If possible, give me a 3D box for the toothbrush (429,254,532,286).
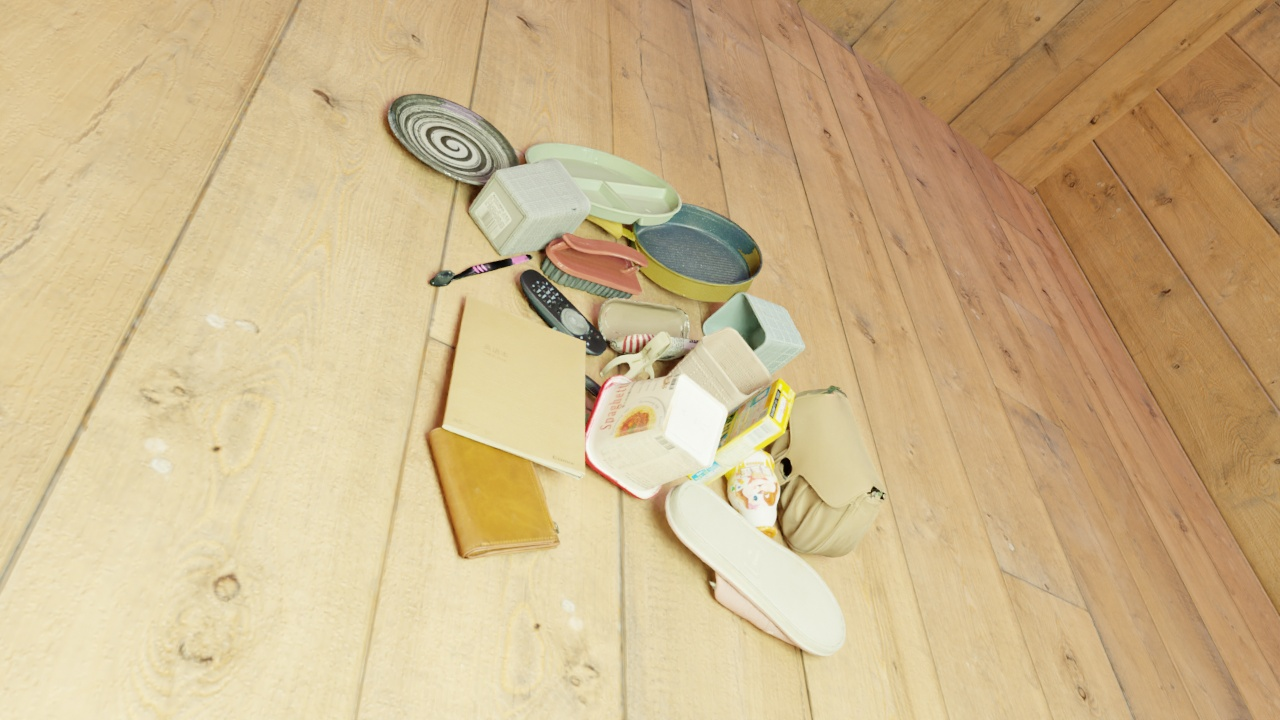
[{"bbox_3d":[-0.182,-0.111,1.082,0.014,0.018,0.188,50,32,8],"label":"toothbrush"}]

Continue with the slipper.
[{"bbox_3d":[0.123,0.237,1.017,0.274,0.055,0.113,41,35,-16],"label":"slipper"}]

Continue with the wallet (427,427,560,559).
[{"bbox_3d":[-0.132,0.122,0.874,0.118,0.035,0.130,7,48,-42],"label":"wallet"}]

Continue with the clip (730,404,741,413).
[{"bbox_3d":[0.142,0.074,1.246,0.057,0.028,0.024,26,35,-14],"label":"clip"}]

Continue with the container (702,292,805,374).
[{"bbox_3d":[0.167,-0.033,1.319,0.111,0.090,0.090,10,48,-46],"label":"container"}]

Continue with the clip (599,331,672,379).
[{"bbox_3d":[-0.008,0.007,1.094,0.098,0.100,0.035,-17,66,-22],"label":"clip"}]

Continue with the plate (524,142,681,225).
[{"bbox_3d":[-0.053,-0.247,1.290,0.230,0.028,0.229,17,28,-9],"label":"plate"}]

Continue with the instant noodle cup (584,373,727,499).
[{"bbox_3d":[0.017,0.075,0.977,0.116,0.124,0.116,38,55,-27],"label":"instant noodle cup"}]

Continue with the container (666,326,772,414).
[{"bbox_3d":[0.084,0.031,1.138,0.090,0.111,0.090,53,34,9],"label":"container"}]

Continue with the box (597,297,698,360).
[{"bbox_3d":[0.025,-0.038,1.171,0.161,0.086,0.075,8,89,-47],"label":"box"}]

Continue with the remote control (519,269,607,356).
[{"bbox_3d":[-0.097,-0.054,1.108,0.136,0.024,0.053,46,32,-3],"label":"remote control"}]

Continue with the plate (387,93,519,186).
[{"bbox_3d":[-0.240,-0.276,1.174,0.179,0.024,0.179,25,35,-20],"label":"plate"}]

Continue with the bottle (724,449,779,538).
[{"bbox_3d":[0.137,0.161,1.103,0.063,0.063,0.108,19,48,-34],"label":"bottle"}]

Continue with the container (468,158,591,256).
[{"bbox_3d":[-0.141,-0.190,1.145,0.090,0.090,0.114,52,37,10],"label":"container"}]

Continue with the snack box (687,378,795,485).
[{"bbox_3d":[0.119,0.087,1.090,0.034,0.141,0.086,46,33,-10],"label":"snack box"}]

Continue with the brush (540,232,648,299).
[{"bbox_3d":[-0.059,-0.126,1.183,0.145,0.069,0.063,13,45,-40],"label":"brush"}]

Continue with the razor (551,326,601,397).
[{"bbox_3d":[-0.063,0.022,1.066,0.142,0.022,0.042,44,36,1],"label":"razor"}]

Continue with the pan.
[{"bbox_3d":[0.010,-0.179,1.300,0.357,0.078,0.197,4,41,-19],"label":"pan"}]

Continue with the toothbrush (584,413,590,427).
[{"bbox_3d":[-0.082,0.066,0.996,0.224,0.027,0.026,15,7,-39],"label":"toothbrush"}]

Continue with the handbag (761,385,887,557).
[{"bbox_3d":[0.217,0.136,1.141,0.099,0.148,0.204,13,44,-29],"label":"handbag"}]

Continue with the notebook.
[{"bbox_3d":[-0.126,0.023,0.966,0.149,0.012,0.211,23,35,-20],"label":"notebook"}]
